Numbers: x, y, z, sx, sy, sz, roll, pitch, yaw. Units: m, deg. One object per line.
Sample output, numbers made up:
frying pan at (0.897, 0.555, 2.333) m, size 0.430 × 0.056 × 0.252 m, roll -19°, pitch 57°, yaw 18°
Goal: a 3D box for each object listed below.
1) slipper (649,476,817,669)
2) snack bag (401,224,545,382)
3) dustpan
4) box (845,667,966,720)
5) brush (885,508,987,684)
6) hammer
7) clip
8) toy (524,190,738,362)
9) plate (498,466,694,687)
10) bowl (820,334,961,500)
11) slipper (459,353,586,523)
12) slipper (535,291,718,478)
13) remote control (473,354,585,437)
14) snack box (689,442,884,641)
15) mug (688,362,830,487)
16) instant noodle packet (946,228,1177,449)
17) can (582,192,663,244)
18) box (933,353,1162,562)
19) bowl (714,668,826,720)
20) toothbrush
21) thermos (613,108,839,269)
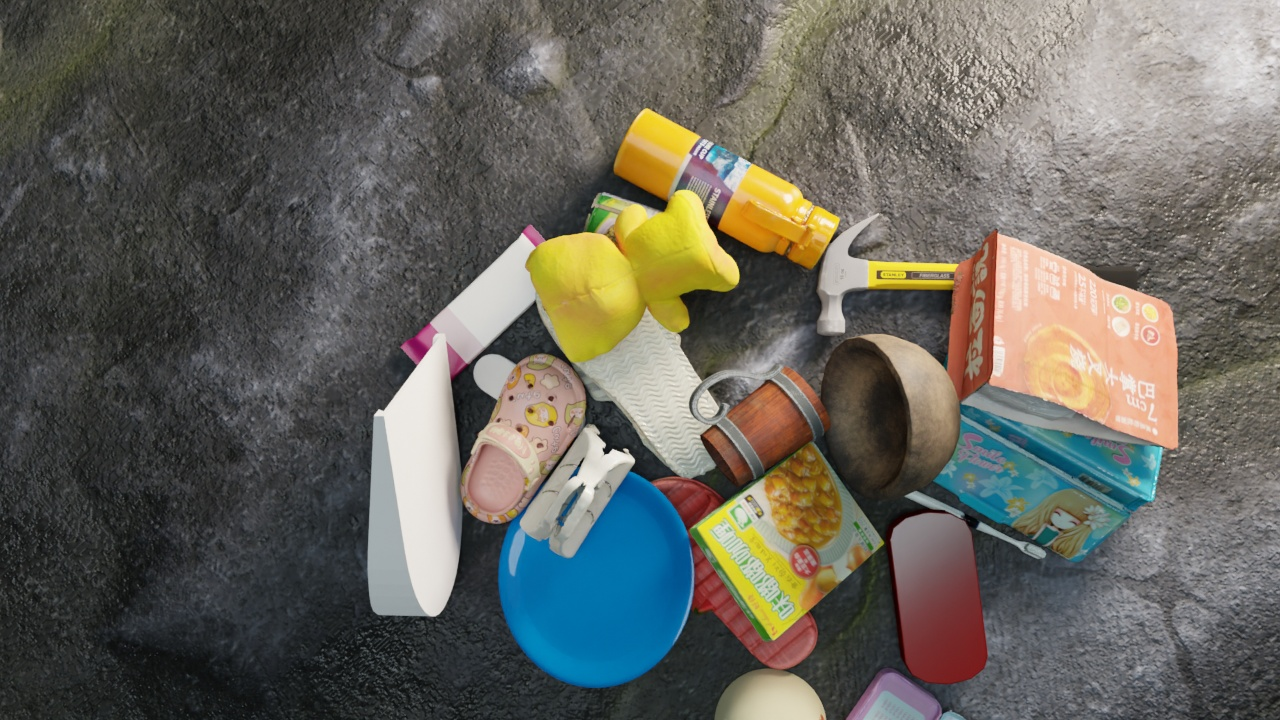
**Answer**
slipper at (0.089, 0.221, 0.953) m, size 0.103 × 0.059 × 0.249 m, roll -44°, pitch 87°, yaw 3°
snack bag at (-0.168, -0.057, 1.001) m, size 0.196 × 0.016 × 0.070 m, roll -43°, pitch 88°, yaw 3°
dustpan at (-0.230, 0.128, 0.905) m, size 0.053 × 0.191 × 0.258 m, roll 0°, pitch 113°, yaw 4°
box at (0.256, 0.443, 0.943) m, size 0.151 × 0.040 × 0.214 m, roll 34°, pitch 91°, yaw 17°
brush at (0.301, 0.239, 0.942) m, size 0.082 × 0.042 × 0.173 m, roll -7°, pitch 88°, yaw 4°
hammer at (0.348, -0.086, 0.955) m, size 0.324 × 0.029 × 0.127 m, roll 1°, pitch 88°, yaw 4°
clip at (-0.057, 0.139, 0.916) m, size 0.105 × 0.151 × 0.126 m, roll 31°, pitch 94°, yaw -20°
toy at (-0.006, -0.079, 0.892) m, size 0.194 × 0.087 × 0.134 m, roll -22°, pitch 98°, yaw 8°
plate at (-0.046, 0.222, 0.958) m, size 0.225 × 0.024 × 0.224 m, roll -5°, pitch 77°, yaw 23°
bowl at (0.248, 0.053, 0.901) m, size 0.070 × 0.162 × 0.162 m, roll -6°, pitch 88°, yaw -19°
slipper at (-0.128, 0.089, 0.952) m, size 0.093 × 0.081 × 0.197 m, roll 29°, pitch 102°, yaw 5°
slipper at (-0.006, 0.006, 0.969) m, size 0.114 × 0.054 × 0.272 m, roll -40°, pitch 94°, yaw 1°
remote control at (-0.121, 0.039, 0.996) m, size 0.136 × 0.013 × 0.043 m, roll 32°, pitch 91°, yaw 5°
snack box at (0.151, 0.178, 0.928) m, size 0.167 × 0.027 × 0.132 m, roll -33°, pitch 86°, yaw -26°
mug at (0.115, 0.055, 0.929) m, size 0.111 × 0.081 × 0.117 m, roll -35°, pitch 103°, yaw -8°
instant noodle packet at (0.420, -0.016, 0.885) m, size 0.221 × 0.084 × 0.164 m, roll 14°, pitch 66°, yaw -5°
can at (0.005, -0.127, 0.963) m, size 0.121 × 0.067 × 0.067 m, roll 19°, pitch 90°, yaw 5°
box at (0.392, 0.087, 0.923) m, size 0.227 × 0.086 × 0.168 m, roll 30°, pitch 91°, yaw 5°
bowl at (0.135, 0.385, 0.937) m, size 0.118 × 0.074 × 0.118 m, roll 0°, pitch 89°, yaw 5°
toothbrush at (0.333, 0.162, 0.954) m, size 0.187 × 0.017 × 0.012 m, roll 25°, pitch 79°, yaw 5°
thermos at (0.087, -0.170, 0.948) m, size 0.233 × 0.076 × 0.091 m, roll 29°, pitch 46°, yaw 5°
